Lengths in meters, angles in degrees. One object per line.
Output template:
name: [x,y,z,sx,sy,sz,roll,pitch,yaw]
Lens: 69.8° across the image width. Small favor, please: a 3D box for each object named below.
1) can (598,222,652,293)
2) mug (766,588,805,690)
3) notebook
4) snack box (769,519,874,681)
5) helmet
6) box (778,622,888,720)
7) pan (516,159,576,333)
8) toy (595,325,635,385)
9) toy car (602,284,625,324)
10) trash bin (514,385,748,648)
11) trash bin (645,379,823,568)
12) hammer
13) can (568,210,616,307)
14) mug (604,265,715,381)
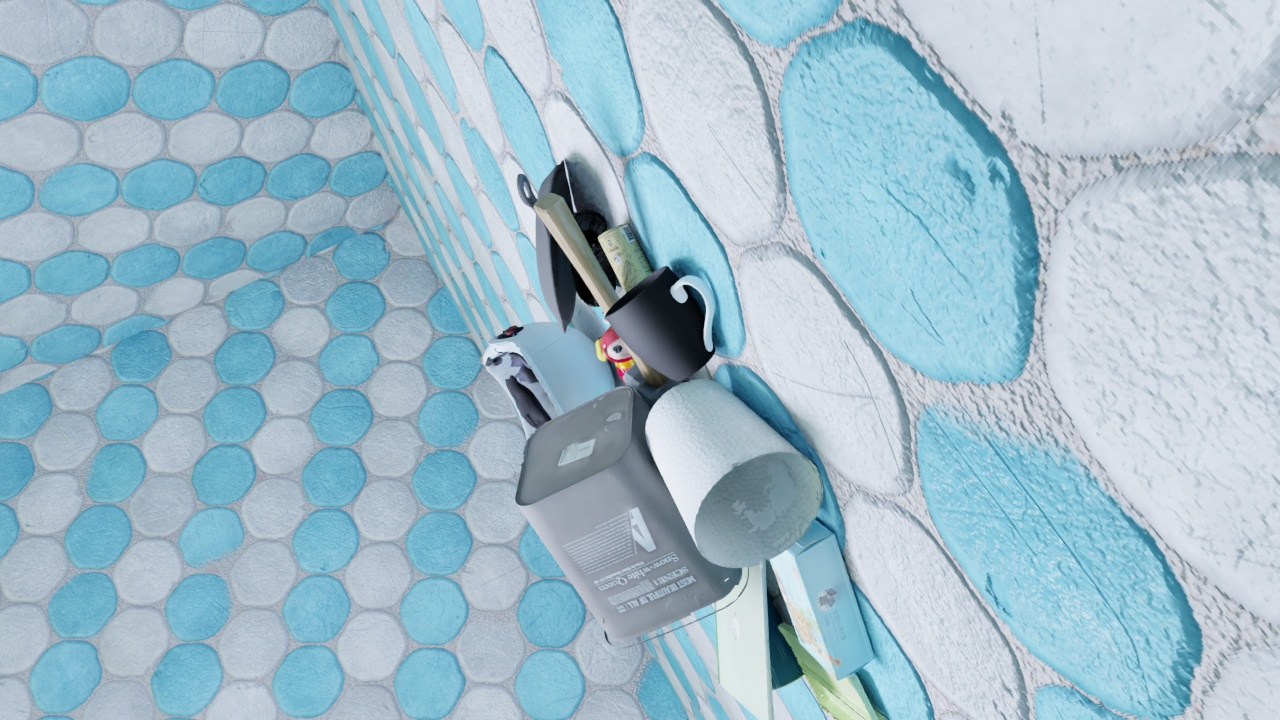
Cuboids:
can: [-0.013,-0.111,1.027,0.079,0.038,0.038,63,167,-2]
mug: [0.165,0.367,1.223,0.078,0.078,0.121,137,110,-76]
notebook: [0.124,0.309,1.164,0.182,0.010,0.252,172,96,-74]
snack box: [0.182,0.239,0.946,0.075,0.053,0.175,35,150,62]
helmet: [-0.126,0.036,1.467,0.236,0.163,0.264,60,161,-4]
box: [0.237,0.395,1.098,0.137,0.024,0.187,59,168,-10]
pan: [-0.110,-0.149,1.069,0.354,0.024,0.216,58,-149,-81]
toy: [-0.007,0.007,1.206,0.137,0.067,0.105,56,174,-32]
toy car: [-0.021,-0.070,1.146,0.039,0.039,0.113,40,165,4]
trash bin: [-0.014,0.171,1.060,0.220,0.198,0.197,54,-161,-26]
trash bin: [0.082,0.102,0.910,0.161,0.133,0.133,53,165,54]
hammer: [-0.025,-0.051,1.020,0.117,0.051,0.323,34,161,51]
can: [-0.062,-0.126,1.146,0.054,0.054,0.138,54,164,33]
mug: [0.036,-0.038,0.925,0.100,0.084,0.119,51,138,-10]
